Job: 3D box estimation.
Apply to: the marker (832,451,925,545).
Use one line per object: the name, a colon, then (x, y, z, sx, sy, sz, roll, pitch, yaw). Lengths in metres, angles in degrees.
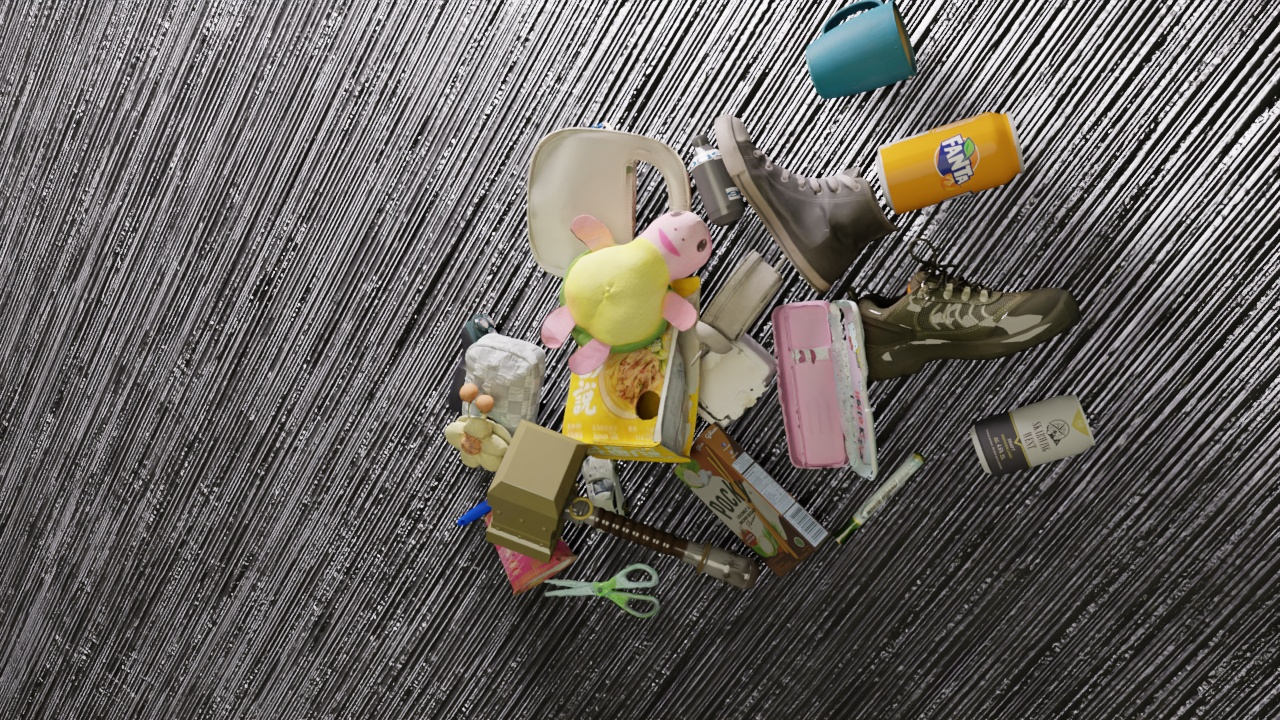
marker: (0.281, 0.164, 1.086, 0.017, 0.017, 0.147, 42, 108, 12)

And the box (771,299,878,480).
box: (0.223, 0.030, 1.060, 0.150, 0.073, 0.201, 1, 101, 51)

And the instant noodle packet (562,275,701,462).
instant noodle packet: (-0.007, 0.007, 1.116, 0.163, 0.084, 0.221, -3, 73, 42)

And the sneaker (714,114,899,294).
sneaker: (0.183, -0.203, 1.045, 0.120, 0.095, 0.234, -37, 80, 18)

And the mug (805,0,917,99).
mug: (0.241, -0.349, 1.020, 0.104, 0.084, 0.112, -16, 62, 27)

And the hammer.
hammer: (-0.014, 0.203, 1.105, 0.325, 0.191, 0.100, 20, 58, 3)

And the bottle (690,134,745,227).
bottle: (0.089, -0.217, 1.101, 0.047, 0.047, 0.112, -21, 88, 21)

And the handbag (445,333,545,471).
handbag: (-0.189, 0.057, 1.193, 0.112, 0.123, 0.172, 16, 112, 19)

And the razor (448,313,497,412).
razor: (-0.233, 0.006, 1.251, 0.052, 0.047, 0.143, 25, 108, 5)

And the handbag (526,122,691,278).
handbag: (-0.037, -0.195, 1.141, 0.199, 0.093, 0.201, 3, 97, 0)

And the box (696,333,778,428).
box: (0.099, 0.021, 1.110, 0.102, 0.076, 0.107, 42, 110, 13)

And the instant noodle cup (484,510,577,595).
instant noodle cup: (-0.153, 0.240, 1.223, 0.098, 0.097, 0.108, -38, 74, 20)

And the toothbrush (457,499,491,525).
toothbrush: (-0.187, 0.186, 1.265, 0.183, 0.018, 0.016, -33, 108, 20)

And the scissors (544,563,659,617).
scissors: (-0.055, 0.314, 1.232, 0.176, 0.032, 0.078, -8, 95, 26)

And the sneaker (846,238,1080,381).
sneaker: (0.337, -0.072, 0.996, 0.238, 0.100, 0.143, -14, 97, 28)

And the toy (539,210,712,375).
toy: (-0.015, -0.088, 1.072, 0.190, 0.088, 0.238, 41, 83, 16)

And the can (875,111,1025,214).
can: (0.332, -0.214, 0.992, 0.143, 0.079, 0.079, -14, 91, 21)

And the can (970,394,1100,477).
can: (0.430, 0.079, 0.995, 0.127, 0.064, 0.064, -21, 88, 21)

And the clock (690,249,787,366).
clock: (0.109, -0.052, 1.048, 0.061, 0.103, 0.156, 37, 83, 6)

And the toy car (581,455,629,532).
toy car: (-0.048, 0.175, 1.204, 0.048, 0.033, 0.105, -12, 90, 23)

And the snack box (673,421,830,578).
snack box: (0.130, 0.169, 1.106, 0.186, 0.031, 0.101, 44, 146, 11)
